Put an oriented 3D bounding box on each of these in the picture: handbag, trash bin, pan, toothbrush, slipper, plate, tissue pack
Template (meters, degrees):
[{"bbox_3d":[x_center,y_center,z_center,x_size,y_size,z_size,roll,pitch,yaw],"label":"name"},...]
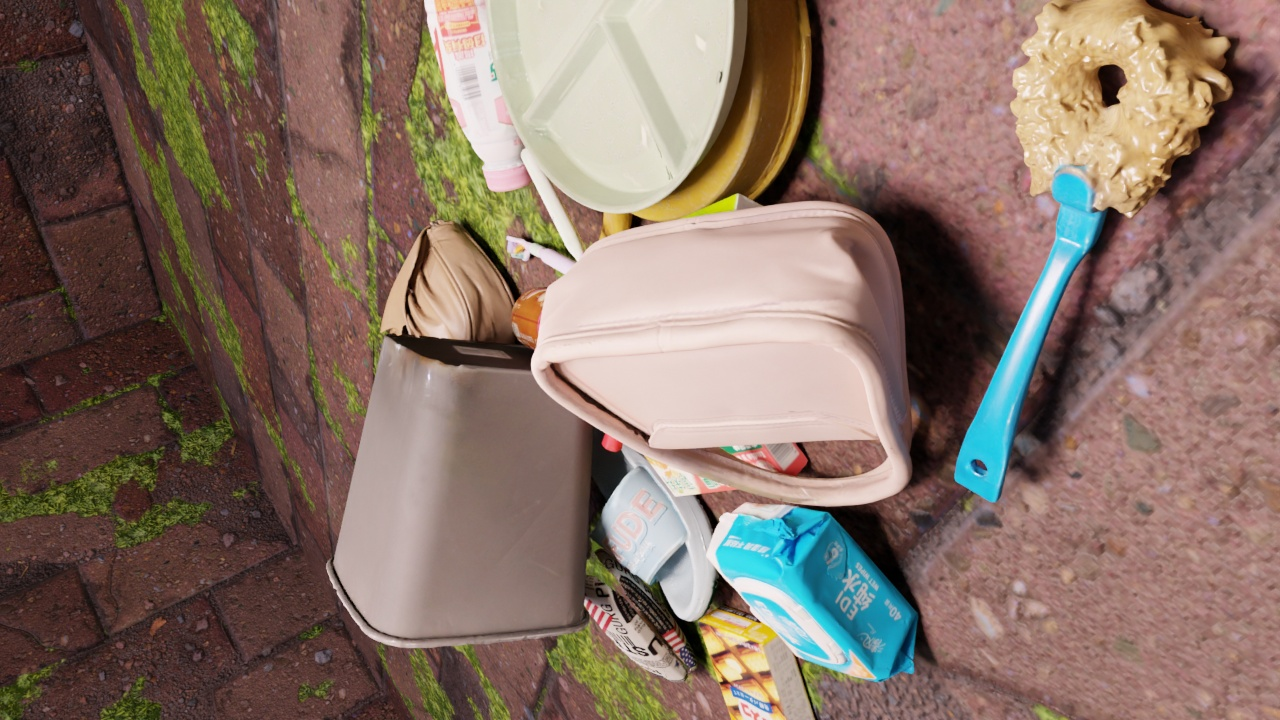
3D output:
[{"bbox_3d":[-0.208,-0.043,0.955,0.147,0.099,0.205,62,146,11],"label":"handbag"},{"bbox_3d":[-0.145,0.099,0.784,0.199,0.198,0.220,18,102,58],"label":"trash bin"},{"bbox_3d":[-0.001,-0.143,0.625,0.197,0.078,0.359,58,143,18],"label":"pan"},{"bbox_3d":[-0.074,-0.082,0.767,0.029,0.021,0.189,51,170,-28],"label":"toothbrush"},{"bbox_3d":[-0.058,-0.097,0.694,0.020,0.029,0.189,-45,54,29],"label":"toothbrush"},{"bbox_3d":[0.070,0.023,0.533,0.194,0.093,0.234,-5,139,33],"label":"handbag"},{"bbox_3d":[-0.015,0.118,0.806,0.245,0.074,0.104,55,147,18],"label":"slipper"},{"bbox_3d":[-0.021,-0.201,0.532,0.230,0.027,0.230,25,124,45],"label":"plate"},{"bbox_3d":[0.115,0.155,0.614,0.140,0.063,0.090,49,155,-20],"label":"tissue pack"}]

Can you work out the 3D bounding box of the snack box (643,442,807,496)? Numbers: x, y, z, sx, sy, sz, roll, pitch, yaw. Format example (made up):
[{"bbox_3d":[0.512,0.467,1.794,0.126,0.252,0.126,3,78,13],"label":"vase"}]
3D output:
[{"bbox_3d":[0.051,0.062,0.694,0.077,0.027,0.156,53,150,-9],"label":"snack box"}]

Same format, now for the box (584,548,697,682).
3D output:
[{"bbox_3d":[0.007,0.235,0.857,0.075,0.076,0.163,6,136,52],"label":"box"}]

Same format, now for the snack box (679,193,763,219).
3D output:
[{"bbox_3d":[0.044,-0.059,0.582,0.157,0.085,0.026,-11,61,58],"label":"snack box"}]

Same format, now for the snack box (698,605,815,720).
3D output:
[{"bbox_3d":[0.105,0.285,0.785,0.087,0.033,0.140,0,113,57],"label":"snack box"}]

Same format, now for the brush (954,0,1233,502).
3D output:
[{"bbox_3d":[0.183,-0.037,0.412,0.083,0.045,0.255,33,131,36],"label":"brush"}]

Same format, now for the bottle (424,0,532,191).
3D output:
[{"bbox_3d":[-0.125,-0.234,0.728,0.068,0.068,0.197,24,135,47],"label":"bottle"}]

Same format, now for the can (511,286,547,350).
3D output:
[{"bbox_3d":[-0.061,-0.028,0.758,0.147,0.057,0.058,19,128,65],"label":"can"}]

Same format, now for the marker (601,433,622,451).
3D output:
[{"bbox_3d":[-0.004,0.004,0.714,0.017,0.017,0.145,34,116,40],"label":"marker"}]
